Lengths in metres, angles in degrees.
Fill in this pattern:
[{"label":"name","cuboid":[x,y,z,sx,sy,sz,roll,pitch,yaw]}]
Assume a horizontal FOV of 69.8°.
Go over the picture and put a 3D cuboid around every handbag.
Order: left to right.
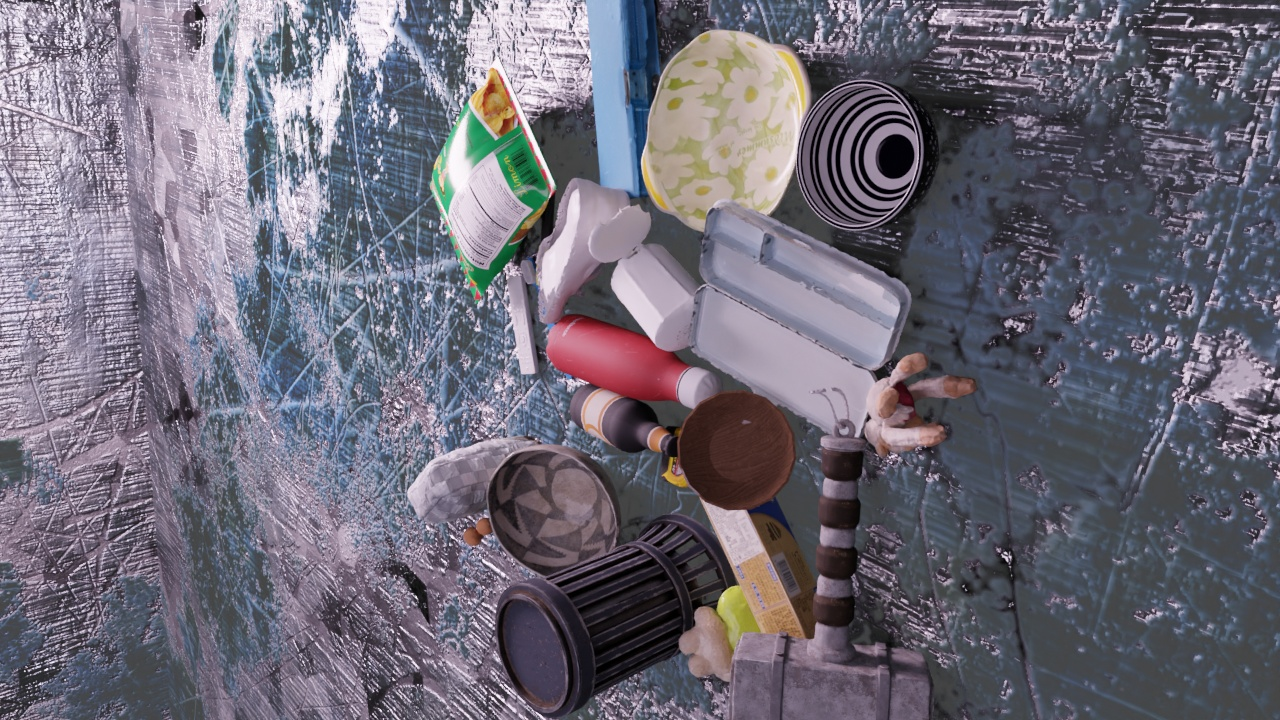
[{"label":"handbag","cuboid":[-0.210,0.175,1.206,0.113,0.171,0.123,-42,68,44]}]

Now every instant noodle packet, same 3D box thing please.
[{"label":"instant noodle packet","cuboid":[-0.194,-0.220,1.158,0.254,0.090,0.195,-44,64,47]}]

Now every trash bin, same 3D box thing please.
[{"label":"trash bin","cuboid":[-0.028,0.276,0.992,0.164,0.226,0.164,13,108,45]}]

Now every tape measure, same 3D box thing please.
[{"label":"tape measure","cuboid":[0.054,0.106,1.006,0.064,0.037,0.065,0,85,52]}]

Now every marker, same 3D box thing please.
[{"label":"marker","cuboid":[-0.118,-0.155,1.147,0.021,0.017,0.124,21,112,42]}]

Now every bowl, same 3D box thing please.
[{"label":"bowl","cuboid":[-0.097,0.177,1.139,0.179,0.081,0.178,6,108,18]},{"label":"bowl","cuboid":[0.093,-0.215,0.877,0.220,0.060,0.188,-28,79,47]},{"label":"bowl","cuboid":[0.096,0.089,0.903,0.118,0.030,0.117,-2,83,17]},{"label":"bowl","cuboid":[0.198,-0.171,0.768,0.120,0.066,0.120,13,108,45]}]

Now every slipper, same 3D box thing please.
[{"label":"slipper","cuboid":[-0.074,-0.121,1.050,0.247,0.074,0.112,127,154,-56]}]

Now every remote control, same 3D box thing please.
[{"label":"remote control","cuboid":[-0.155,-0.047,1.214,0.033,0.012,0.131,-4,96,50]}]

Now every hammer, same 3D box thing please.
[{"label":"hammer","cuboid":[0.177,0.188,0.827,0.177,0.079,0.326,3,94,12]}]

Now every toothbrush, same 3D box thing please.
[{"label":"toothbrush","cuboid":[-0.119,-0.054,1.174,0.016,0.014,0.166,-29,78,46]}]

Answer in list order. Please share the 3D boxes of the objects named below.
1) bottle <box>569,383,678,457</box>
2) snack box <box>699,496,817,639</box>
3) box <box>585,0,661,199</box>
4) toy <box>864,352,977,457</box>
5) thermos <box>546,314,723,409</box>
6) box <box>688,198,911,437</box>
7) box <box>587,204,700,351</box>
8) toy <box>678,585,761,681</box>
[{"label":"bottle","cuboid":[-0.012,0.073,1.030,0.182,0.059,0.059,21,114,55]},{"label":"snack box","cuboid":[0.126,0.197,0.938,0.056,0.057,0.206,-36,72,41]},{"label":"box","cuboid":[-0.013,-0.291,0.996,0.093,0.052,0.231,9,105,62]},{"label":"toy","cuboid":[0.225,0.053,0.787,0.074,0.085,0.106,28,145,3]},{"label":"thermos","cuboid":[-0.006,0.006,1.022,0.240,0.073,0.073,19,112,43]},{"label":"box","cuboid":[0.137,-0.035,0.852,0.209,0.037,0.189,31,139,28]},{"label":"box","cuboid":[0.014,-0.081,0.940,0.080,0.150,0.106,-40,61,1]},{"label":"toy","cuboid":[0.097,0.286,0.954,0.046,0.115,0.092,129,120,-74]}]
